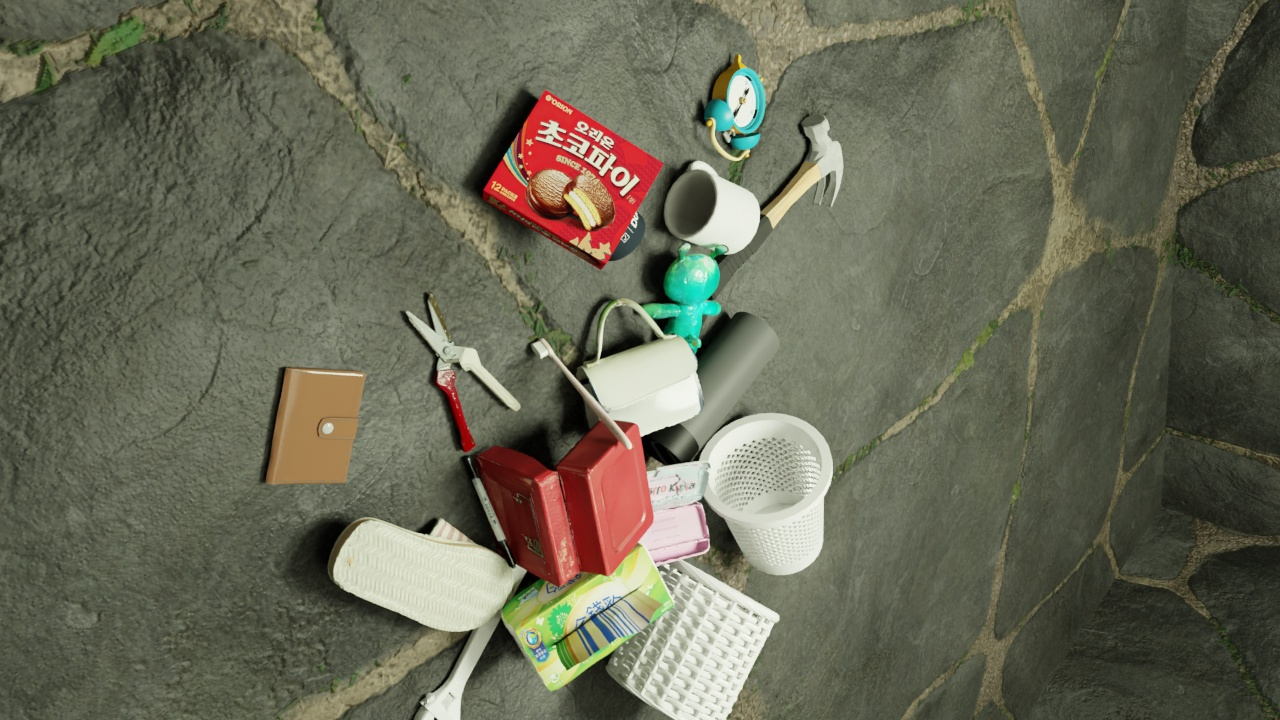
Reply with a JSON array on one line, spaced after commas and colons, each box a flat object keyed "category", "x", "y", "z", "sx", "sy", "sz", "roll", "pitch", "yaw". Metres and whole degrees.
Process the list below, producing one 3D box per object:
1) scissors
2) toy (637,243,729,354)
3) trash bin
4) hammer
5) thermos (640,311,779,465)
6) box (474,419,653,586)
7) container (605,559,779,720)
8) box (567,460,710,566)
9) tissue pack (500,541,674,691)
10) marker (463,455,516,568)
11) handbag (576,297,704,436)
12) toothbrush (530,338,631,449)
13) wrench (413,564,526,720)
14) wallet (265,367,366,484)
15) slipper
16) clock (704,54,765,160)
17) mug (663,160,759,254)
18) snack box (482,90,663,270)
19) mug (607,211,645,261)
[{"category": "scissors", "x": -0.203, "y": 0.020, "z": 1.041, "sx": 0.179, "sy": 0.015, "sz": 0.185, "roll": 10, "pitch": 96, "yaw": -45}, {"category": "toy", "x": 0.065, "y": -0.074, "z": 1.221, "sx": 0.130, "sy": 0.072, "sz": 0.194, "roll": -10, "pitch": 126, "yaw": -31}, {"category": "trash bin", "x": 0.202, "y": 0.219, "z": 1.401, "sx": 0.195, "sy": 0.196, "sz": 0.200, "roll": -46, "pitch": 140, "yaw": -24}, {"category": "hammer", "x": 0.190, "y": -0.210, "z": 1.334, "sx": 0.327, "sy": 0.039, "sz": 0.131, "roll": -48, "pitch": 133, "yaw": -22}, {"category": "thermos", "x": 0.096, "y": 0.043, "z": 1.295, "sx": 0.240, "sy": 0.082, "sz": 0.082, "roll": -49, "pitch": 132, "yaw": -21}, {"category": "box", "x": -0.077, "y": 0.162, "z": 1.109, "sx": 0.169, "sy": 0.157, "sz": 0.157, "roll": -27, "pitch": 122, "yaw": -35}, {"category": "container", "x": 0.074, "y": 0.404, "z": 1.321, "sx": 0.189, "sy": 0.189, "sz": 0.186, "roll": 38, "pitch": 77, "yaw": -45}, {"category": "box", "x": -0.003, "y": 0.210, "z": 1.234, "sx": 0.201, "sy": 0.067, "sz": 0.154, "roll": -8, "pitch": 104, "yaw": -21}, {"category": "tissue pack", "x": -0.054, "y": 0.313, "z": 1.118, "sx": 0.197, "sy": 0.141, "sz": 0.120, "roll": -37, "pitch": 112, "yaw": -14}, {"category": "marker", "x": -0.179, "y": 0.182, "z": 1.092, "sx": 0.011, "sy": 0.011, "sz": 0.152, "roll": -30, "pitch": 106, "yaw": -35}, {"category": "handbag", "x": -0.007, "y": 0.007, "z": 1.168, "sx": 0.151, "sy": 0.074, "sz": 0.176, "roll": -19, "pitch": 102, "yaw": -21}, {"category": "toothbrush", "x": -0.070, "y": 0.039, "z": 1.077, "sx": 0.018, "sy": 0.181, "sz": 0.016, "roll": -30, "pitch": 156, "yaw": -31}, {"category": "wrench", "x": -0.204, "y": 0.353, "z": 1.152, "sx": 0.066, "sy": 0.018, "sz": 0.273, "roll": 38, "pitch": 75, "yaw": -45}, {"category": "wallet", "x": -0.329, "y": 0.068, "z": 0.933, "sx": 0.087, "sy": 0.013, "sz": 0.121, "roll": 6, "pitch": 100, "yaw": -46}, {"category": "slipper", "x": -0.247, "y": 0.236, "z": 1.045, "sx": 0.263, "sy": 0.052, "sz": 0.115, "roll": 36, "pitch": 76, "yaw": -49}, {"category": "clock", "x": 0.129, "y": -0.334, "z": 1.228, "sx": 0.099, "sy": 0.044, "sz": 0.129, "roll": 25, "pitch": 78, "yaw": -46}, {"category": "mug", "x": 0.091, "y": -0.208, "z": 1.209, "sx": 0.090, "sy": 0.091, "sz": 0.121, "roll": 12, "pitch": 62, "yaw": -46}, {"category": "snack box", "x": -0.074, "y": -0.198, "z": 1.015, "sx": 0.152, "sy": 0.036, "sz": 0.132, "roll": 30, "pitch": 80, "yaw": -7}, {"category": "mug", "x": -0.042, "y": -0.183, "z": 1.099, "sx": 0.077, "sy": 0.071, "sz": 0.104, "roll": 41, "pitch": 47, "yaw": -44}]
